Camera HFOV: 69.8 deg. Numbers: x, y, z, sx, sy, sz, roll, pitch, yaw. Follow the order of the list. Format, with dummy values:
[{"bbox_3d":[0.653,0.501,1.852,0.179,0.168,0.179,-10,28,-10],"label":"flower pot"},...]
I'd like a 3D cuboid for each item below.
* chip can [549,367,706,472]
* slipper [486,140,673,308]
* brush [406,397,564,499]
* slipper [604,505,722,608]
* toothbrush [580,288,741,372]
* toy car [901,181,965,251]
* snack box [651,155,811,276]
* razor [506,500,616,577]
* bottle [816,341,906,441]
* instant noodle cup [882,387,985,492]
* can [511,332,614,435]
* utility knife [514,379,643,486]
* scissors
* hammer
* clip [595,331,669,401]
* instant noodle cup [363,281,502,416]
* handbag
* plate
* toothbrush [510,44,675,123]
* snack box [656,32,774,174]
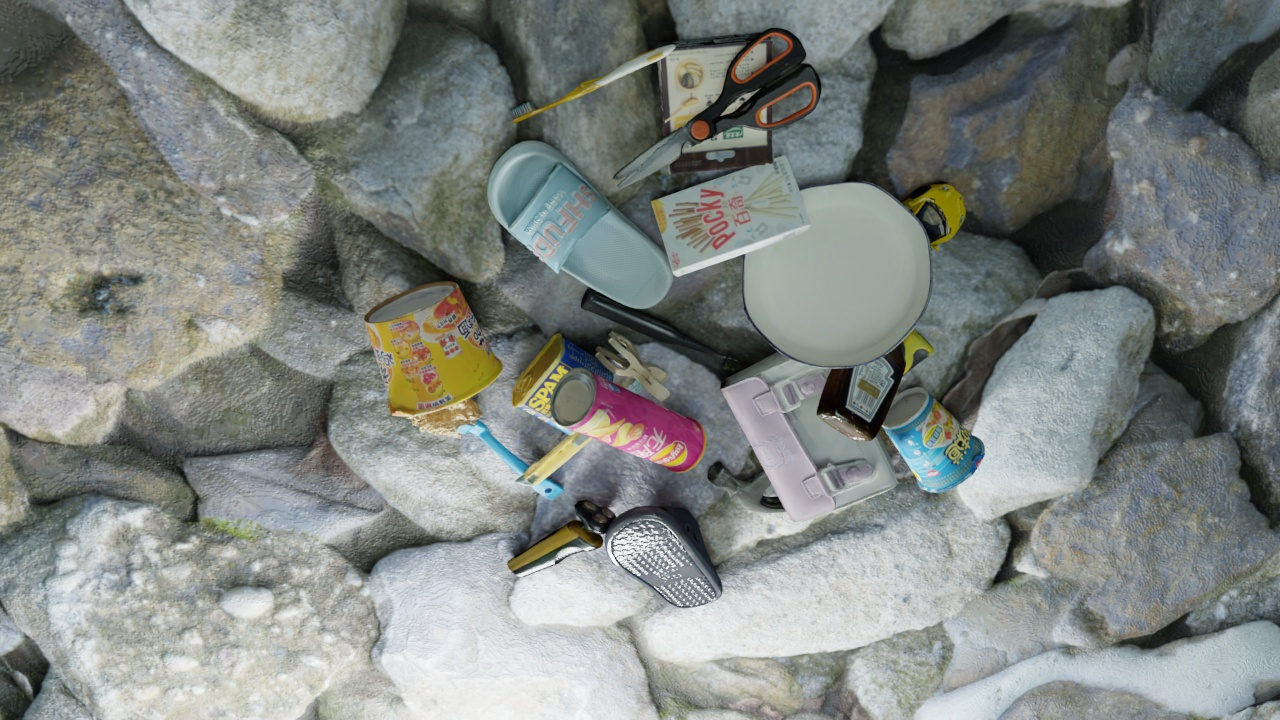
[{"bbox_3d":[-0.010,0.074,1.079,0.071,0.071,0.210,-43,139,18],"label":"chip can"},{"bbox_3d":[-0.064,-0.133,0.999,0.245,0.074,0.104,36,112,-24],"label":"slipper"},{"bbox_3d":[-0.188,0.104,1.147,0.083,0.045,0.254,-38,121,15],"label":"brush"},{"bbox_3d":[0.032,0.251,1.238,0.111,0.083,0.268,-18,138,15],"label":"slipper"},{"bbox_3d":[0.028,-0.032,1.092,0.212,0.027,0.026,24,153,-17],"label":"toothbrush"},{"bbox_3d":[0.297,-0.143,1.039,0.156,0.041,0.071,-32,112,10],"label":"toy car"},{"bbox_3d":[0.098,-0.157,1.000,0.157,0.027,0.084,-18,80,5],"label":"snack box"},{"bbox_3d":[-0.110,0.243,1.233,0.168,0.062,0.067,-31,88,19],"label":"razor"},{"bbox_3d":[0.267,-0.008,1.044,0.080,0.044,0.194,31,74,-19],"label":"bottle"},{"bbox_3d":[0.364,0.094,1.163,0.099,0.099,0.110,-38,108,16],"label":"instant noodle cup"},{"bbox_3d":[-0.092,0.030,1.102,0.083,0.057,0.102,31,113,-23],"label":"can"},{"bbox_3d":[-0.074,0.091,1.154,0.211,0.022,0.031,-44,128,4],"label":"utility knife"},{"bbox_3d":[0.064,-0.252,0.918,0.235,0.021,0.142,-10,108,5],"label":"scissors"},{"bbox_3d":[0.242,0.083,1.176,0.126,0.031,0.324,38,110,-23],"label":"hammer"},{"bbox_3d":[-0.007,0.008,1.104,0.100,0.071,0.035,37,110,-19],"label":"clip"},{"bbox_3d":[-0.235,-0.018,1.021,0.138,0.138,0.110,-16,113,4],"label":"instant noodle cup"},{"bbox_3d":[0.202,0.084,1.108,0.145,0.098,0.197,-27,98,19],"label":"handbag"},{"bbox_3d":[0.214,-0.092,1.005,0.205,0.045,0.204,-2,84,18],"label":"plate"},{"bbox_3d":[-0.051,-0.280,0.922,0.192,0.016,0.018,-17,111,24],"label":"toothbrush"},{"bbox_3d":[0.078,-0.265,0.945,0.113,0.053,0.126,-6,121,-2],"label":"snack box"}]
